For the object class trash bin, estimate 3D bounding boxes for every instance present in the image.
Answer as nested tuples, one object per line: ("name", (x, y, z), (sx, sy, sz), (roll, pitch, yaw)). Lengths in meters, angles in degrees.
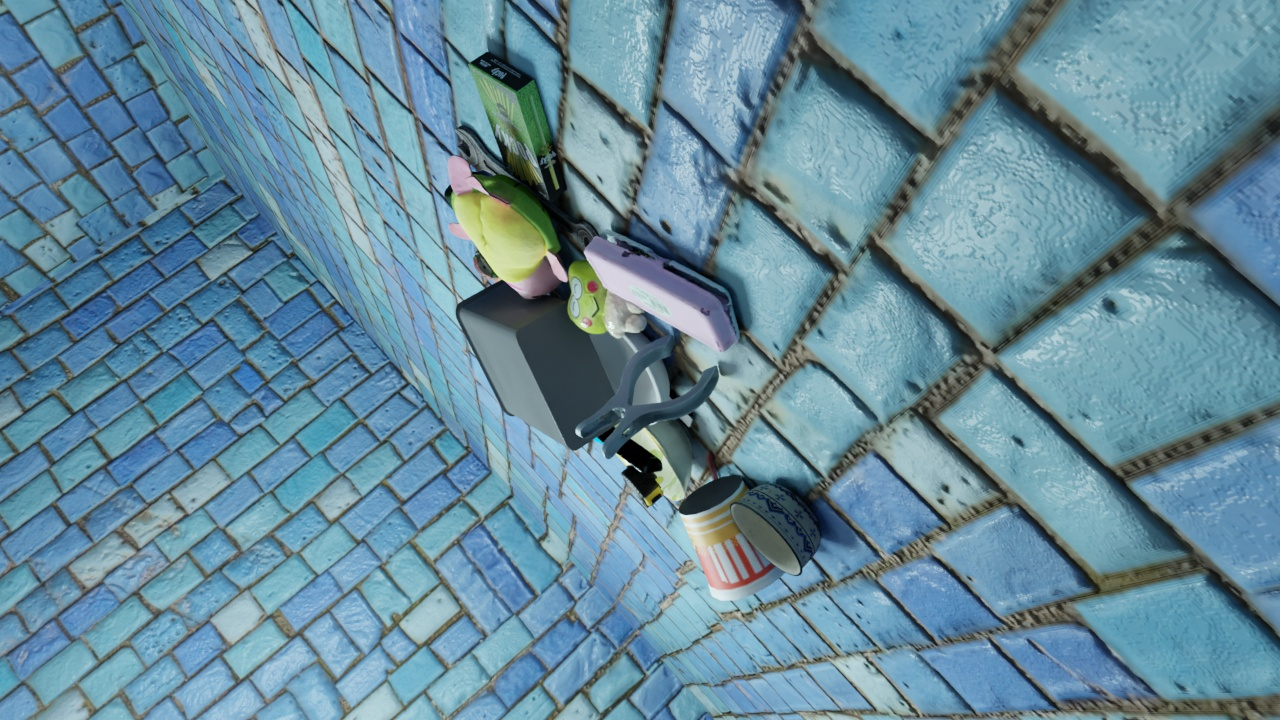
("trash bin", (-0.140, 0.002, 1.239), (0.220, 0.097, 0.192), (20, 138, 59))

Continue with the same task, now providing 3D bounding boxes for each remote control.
("remote control", (-0.029, 0.107, 1.244), (0.152, 0.041, 0.020), (34, 115, 39))
("remote control", (0.025, 0.037, 1.201), (0.124, 0.011, 0.028), (44, 161, 15))

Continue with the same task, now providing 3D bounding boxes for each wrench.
("wrench", (-0.139, -0.205, 1.108), (0.273, 0.010, 0.070), (40, 159, 27))

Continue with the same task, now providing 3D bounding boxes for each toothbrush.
("toothbrush", (0.108, 0.181, 1.291), (0.016, 0.015, 0.185), (34, 155, 33))

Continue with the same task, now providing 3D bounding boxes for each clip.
("clip", (-0.011, 0.027, 1.039), (0.143, 0.171, 0.029), (47, 163, 40))

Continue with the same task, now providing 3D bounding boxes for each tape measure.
("tape measure", (0.003, 0.170, 1.287), (0.067, 0.038, 0.063), (50, 170, 8))

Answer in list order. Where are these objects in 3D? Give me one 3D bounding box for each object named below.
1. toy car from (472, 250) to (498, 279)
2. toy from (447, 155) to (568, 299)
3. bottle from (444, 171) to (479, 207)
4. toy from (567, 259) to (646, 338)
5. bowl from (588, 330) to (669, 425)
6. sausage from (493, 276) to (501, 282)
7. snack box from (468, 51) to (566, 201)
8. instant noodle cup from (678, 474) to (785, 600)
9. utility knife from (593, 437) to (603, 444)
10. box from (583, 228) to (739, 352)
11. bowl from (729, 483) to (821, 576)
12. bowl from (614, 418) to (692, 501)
("toy car", (-0.179, -0.142, 1.193), (0.036, 0.091, 0.042), (-12, 117, 55))
("toy", (-0.153, -0.151, 1.085), (0.190, 0.087, 0.238), (19, 158, 30))
("bottle", (-0.194, -0.169, 1.237), (0.055, 0.055, 0.174), (24, 153, 53))
("toy", (-0.040, -0.069, 1.074), (0.115, 0.046, 0.092), (22, 119, 32))
("bowl", (-0.007, 0.007, 1.154), (0.149, 0.043, 0.150), (43, 151, 30))
("sausage", (-0.177, -0.098, 1.351), (0.164, 0.039, 0.044), (52, -157, -10))
("snack box", (-0.129, -0.246, 0.977), (0.080, 0.025, 0.148), (38, 159, 31))
("instant noodle cup", (0.119, 0.227, 1.205), (0.121, 0.123, 0.123), (61, 160, -10))
("utility knife", (-0.052, 0.115, 1.339), (0.158, 0.015, 0.031), (20, 148, 55))
("box", (0.024, -0.075, 0.952), (0.202, 0.044, 0.086), (32, 160, 41))
("bowl", (0.169, 0.196, 1.105), (0.115, 0.059, 0.116), (43, 161, 19))
("bowl", (0.014, 0.108, 1.293), (0.188, 0.060, 0.220), (49, 161, 4))
